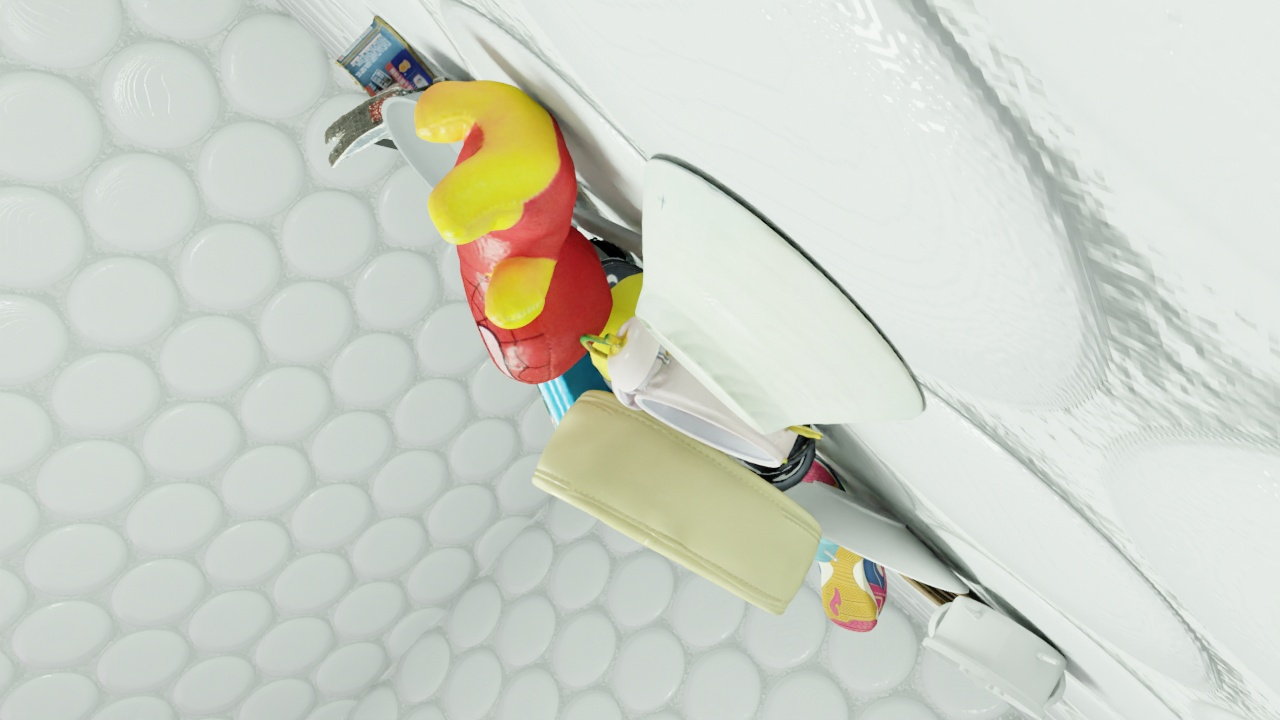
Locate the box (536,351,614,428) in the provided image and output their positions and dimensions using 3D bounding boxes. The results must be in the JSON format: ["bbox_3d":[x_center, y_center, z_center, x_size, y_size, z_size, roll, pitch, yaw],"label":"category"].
[{"bbox_3d":[-0.017,0.017,0.893,0.171,0.070,0.243,42,-153,-11],"label":"box"}]

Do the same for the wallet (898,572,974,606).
[{"bbox_3d":[0.303,0.234,0.903,0.121,0.027,0.098,35,180,14],"label":"wallet"}]

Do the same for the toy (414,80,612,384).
[{"bbox_3d":[-0.076,-0.070,0.591,0.216,0.099,0.147,76,-176,-56],"label":"toy"}]

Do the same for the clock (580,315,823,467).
[{"bbox_3d":[0.036,0.013,0.579,0.158,0.058,0.117,24,169,4],"label":"clock"}]

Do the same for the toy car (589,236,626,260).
[{"bbox_3d":[-0.033,-0.092,0.845,0.042,0.036,0.092,42,169,1],"label":"toy car"}]

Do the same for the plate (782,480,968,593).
[{"bbox_3d":[0.194,0.143,0.838,0.229,0.030,0.229,24,-178,-1],"label":"plate"}]

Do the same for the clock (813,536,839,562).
[{"bbox_3d":[0.165,0.163,0.916,0.087,0.042,0.123,24,-173,1],"label":"clock"}]

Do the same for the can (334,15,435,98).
[{"bbox_3d":[-0.236,-0.268,0.870,0.054,0.059,0.100,43,178,28],"label":"can"}]

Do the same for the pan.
[{"bbox_3d":[-0.078,-0.128,0.716,0.357,0.050,0.201,23,159,43],"label":"pan"}]

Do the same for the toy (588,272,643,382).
[{"bbox_3d":[0.006,-0.022,0.667,0.041,0.094,0.095,55,-168,-63],"label":"toy"}]

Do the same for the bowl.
[{"bbox_3d":[0.048,-0.014,0.442,0.176,0.058,0.176,44,179,1],"label":"bowl"}]

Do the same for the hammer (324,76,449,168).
[{"bbox_3d":[-0.191,-0.199,0.955,0.326,0.141,0.036,22,-128,-73],"label":"hammer"}]

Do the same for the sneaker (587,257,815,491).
[{"bbox_3d":[0.041,0.010,0.722,0.252,0.097,0.151,43,173,4],"label":"sneaker"}]

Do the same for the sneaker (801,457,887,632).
[{"bbox_3d":[0.220,0.192,1.034,0.116,0.090,0.242,0,124,38],"label":"sneaker"}]

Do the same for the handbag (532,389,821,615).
[{"bbox_3d":[0.035,0.112,0.714,0.233,0.088,0.191,28,169,-2],"label":"handbag"}]

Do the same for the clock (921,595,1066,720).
[{"bbox_3d":[0.299,0.253,0.777,0.120,0.061,0.159,30,171,26],"label":"clock"}]
